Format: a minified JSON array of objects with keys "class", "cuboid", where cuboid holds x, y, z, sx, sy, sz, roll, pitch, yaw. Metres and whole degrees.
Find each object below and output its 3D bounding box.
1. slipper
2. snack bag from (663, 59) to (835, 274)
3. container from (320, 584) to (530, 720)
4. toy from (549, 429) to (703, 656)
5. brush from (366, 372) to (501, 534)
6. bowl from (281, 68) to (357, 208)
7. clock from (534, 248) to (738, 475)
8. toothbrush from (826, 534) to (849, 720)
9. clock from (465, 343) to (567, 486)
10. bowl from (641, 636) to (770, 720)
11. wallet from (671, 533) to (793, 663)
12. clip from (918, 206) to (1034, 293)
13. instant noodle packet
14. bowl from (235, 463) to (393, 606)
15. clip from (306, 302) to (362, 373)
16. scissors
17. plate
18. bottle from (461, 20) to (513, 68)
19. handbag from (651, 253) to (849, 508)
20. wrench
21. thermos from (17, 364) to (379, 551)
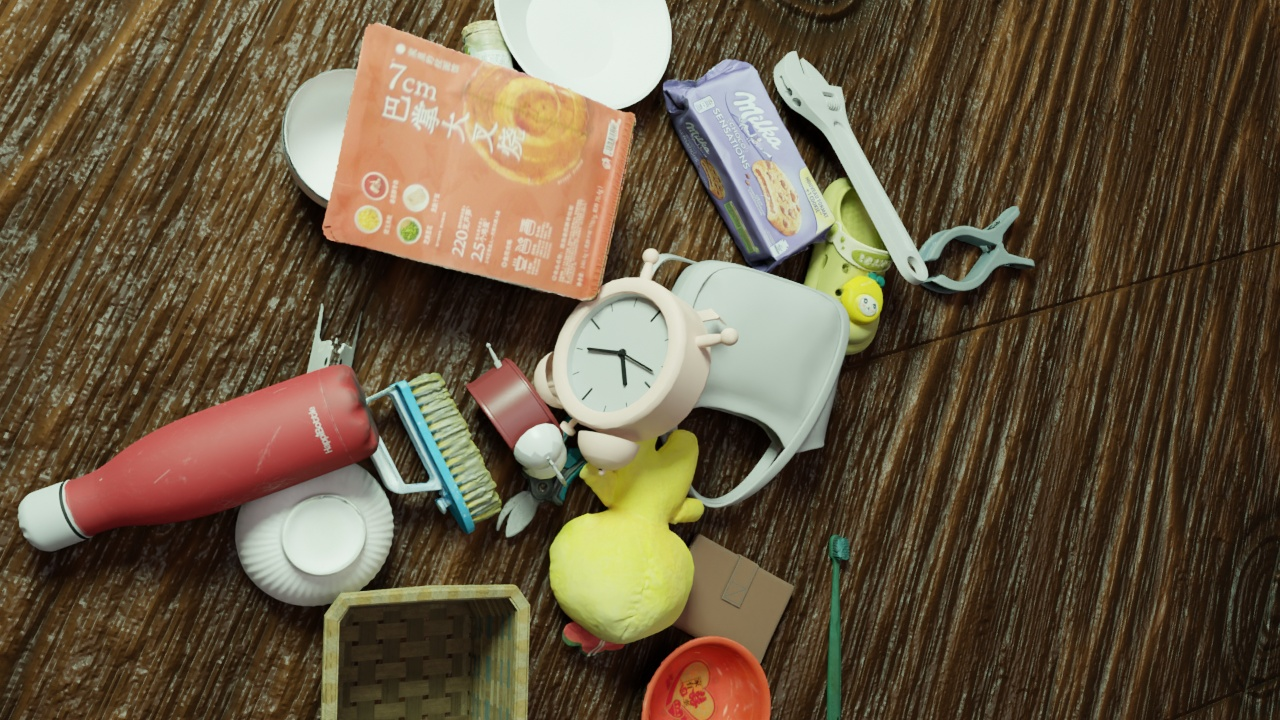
[{"class":"slipper","cuboid":[0.224,-0.100,0.929,0.091,0.082,0.190,14,77,-26]},{"class":"snack bag","cuboid":[0.102,-0.189,0.893,0.096,0.058,0.205,-32,96,-27]},{"class":"container","cuboid":[-0.154,0.289,0.655,0.157,0.187,0.249,3,84,-25]},{"class":"toy","cuboid":[-0.006,0.155,0.790,0.133,0.092,0.207,19,74,-21]},{"class":"brush","cuboid":[-0.171,0.081,0.739,0.075,0.055,0.136,-28,97,-22]},{"class":"bowl","cuboid":[-0.228,-0.168,0.732,0.113,0.063,0.113,3,84,-25]},{"class":"clock","cuboid":[-0.005,0.005,0.772,0.160,0.131,0.086,-44,143,5]},{"class":"toothbrush","cuboid":[0.197,0.270,0.915,0.016,0.017,0.189,6,83,-25]},{"class":"clock","cuboid":[-0.097,0.051,0.753,0.044,0.087,0.124,-36,77,-10]},{"class":"bowl","cuboid":[0.051,0.312,0.827,0.130,0.045,0.130,3,84,-25]},{"class":"wallet","cuboid":[0.082,0.227,0.867,0.121,0.013,0.087,32,77,-19]},{"class":"clip","cuboid":[0.372,-0.135,1.030,0.163,0.028,0.106,-14,93,-26]},{"class":"instant noodle packet","cuboid":[-0.126,-0.148,0.723,0.220,0.084,0.164,11,94,-38]},{"class":"bowl","cuboid":[-0.243,0.131,0.697,0.118,0.062,0.118,3,84,-25]},{"class":"clip","cuboid":[-0.241,0.004,0.723,0.057,0.054,0.102,23,72,-59]},{"class":"scissors","cuboid":[-0.067,0.092,0.808,0.149,0.019,0.131,0,85,-26]},{"class":"plate","cuboid":[-0.056,-0.308,0.837,0.173,0.036,0.174,4,82,-28]},{"class":"bottle","cuboid":[-0.128,-0.236,0.797,0.043,0.043,0.111,-9,88,-26]},{"class":"handbag","cuboid":[0.078,0.025,0.859,0.215,0.096,0.222,17,88,-12]},{"class":"wrench","cuboid":[0.211,-0.195,0.918,0.086,0.018,0.273,-8,68,-42]},{"class":"thermos","cuboid":[-0.311,0.074,0.651,0.239,0.073,0.073,-20,94,-11]}]
